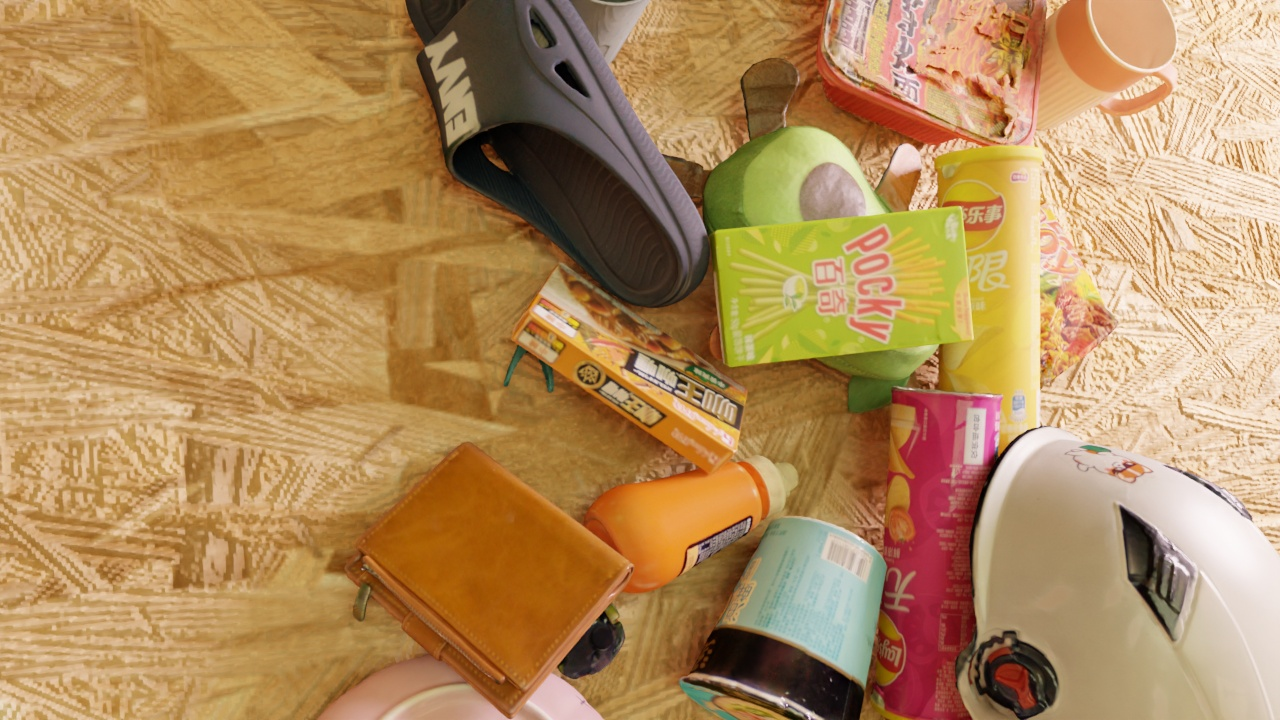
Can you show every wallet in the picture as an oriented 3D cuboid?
[{"bbox_3d":[-0.090,0.121,0.513,0.131,0.035,0.118,34,64,20],"label":"wallet"}]

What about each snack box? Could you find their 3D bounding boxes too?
[{"bbox_3d":[-0.003,0.003,0.580,0.153,0.026,0.075,34,31,-8],"label":"snack box"},{"bbox_3d":[0.125,-0.046,0.572,0.156,0.026,0.086,-6,93,-4],"label":"snack box"}]

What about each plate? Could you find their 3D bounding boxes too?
[{"bbox_3d":[-0.090,0.229,0.466,0.192,0.039,0.192,9,43,-8],"label":"plate"}]

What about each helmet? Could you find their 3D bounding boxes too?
[{"bbox_3d":[0.313,0.180,0.552,0.229,0.157,0.274,-19,104,-39],"label":"helmet"}]

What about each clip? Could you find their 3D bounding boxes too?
[{"bbox_3d":[-0.069,-0.007,0.589,0.033,0.013,0.054,10,78,-17],"label":"clip"}]

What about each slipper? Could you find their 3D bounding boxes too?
[{"bbox_3d":[-0.064,-0.137,0.557,0.268,0.111,0.083,53,47,-3],"label":"slipper"}]

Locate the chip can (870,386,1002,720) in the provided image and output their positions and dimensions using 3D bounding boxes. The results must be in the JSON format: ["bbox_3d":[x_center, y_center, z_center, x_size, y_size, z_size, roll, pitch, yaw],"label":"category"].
[{"bbox_3d":[0.192,0.123,0.596,0.071,0.071,0.210,4,89,-18],"label":"chip can"}]

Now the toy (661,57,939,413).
[{"bbox_3d":[0.117,-0.083,0.628,0.226,0.090,0.246,-43,91,-15],"label":"toy"}]

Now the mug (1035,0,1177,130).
[{"bbox_3d":[0.363,-0.235,0.731,0.114,0.106,0.081,26,72,-12],"label":"mug"}]

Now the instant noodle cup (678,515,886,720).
[{"bbox_3d":[0.097,0.166,0.567,0.111,0.111,0.120,31,62,-10],"label":"instant noodle cup"}]

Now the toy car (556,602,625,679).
[{"bbox_3d":[-0.053,0.140,0.552,0.049,0.031,0.106,-34,80,-17],"label":"toy car"}]

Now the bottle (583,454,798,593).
[{"bbox_3d":[0.039,0.095,0.582,0.149,0.067,0.066,-16,84,-28],"label":"bottle"}]

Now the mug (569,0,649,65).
[{"bbox_3d":[-0.049,-0.258,0.601,0.083,0.104,0.124,-36,90,-22],"label":"mug"}]

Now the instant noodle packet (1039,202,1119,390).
[{"bbox_3d":[0.305,-0.055,0.709,0.110,0.044,0.128,-29,89,-25],"label":"instant noodle packet"}]

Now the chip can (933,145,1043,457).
[{"bbox_3d":[0.245,-0.039,0.645,0.072,0.072,0.213,-3,93,-19],"label":"chip can"}]

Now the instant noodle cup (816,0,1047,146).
[{"bbox_3d":[0.214,-0.243,0.698,0.188,0.079,0.164,17,74,-14],"label":"instant noodle cup"}]
